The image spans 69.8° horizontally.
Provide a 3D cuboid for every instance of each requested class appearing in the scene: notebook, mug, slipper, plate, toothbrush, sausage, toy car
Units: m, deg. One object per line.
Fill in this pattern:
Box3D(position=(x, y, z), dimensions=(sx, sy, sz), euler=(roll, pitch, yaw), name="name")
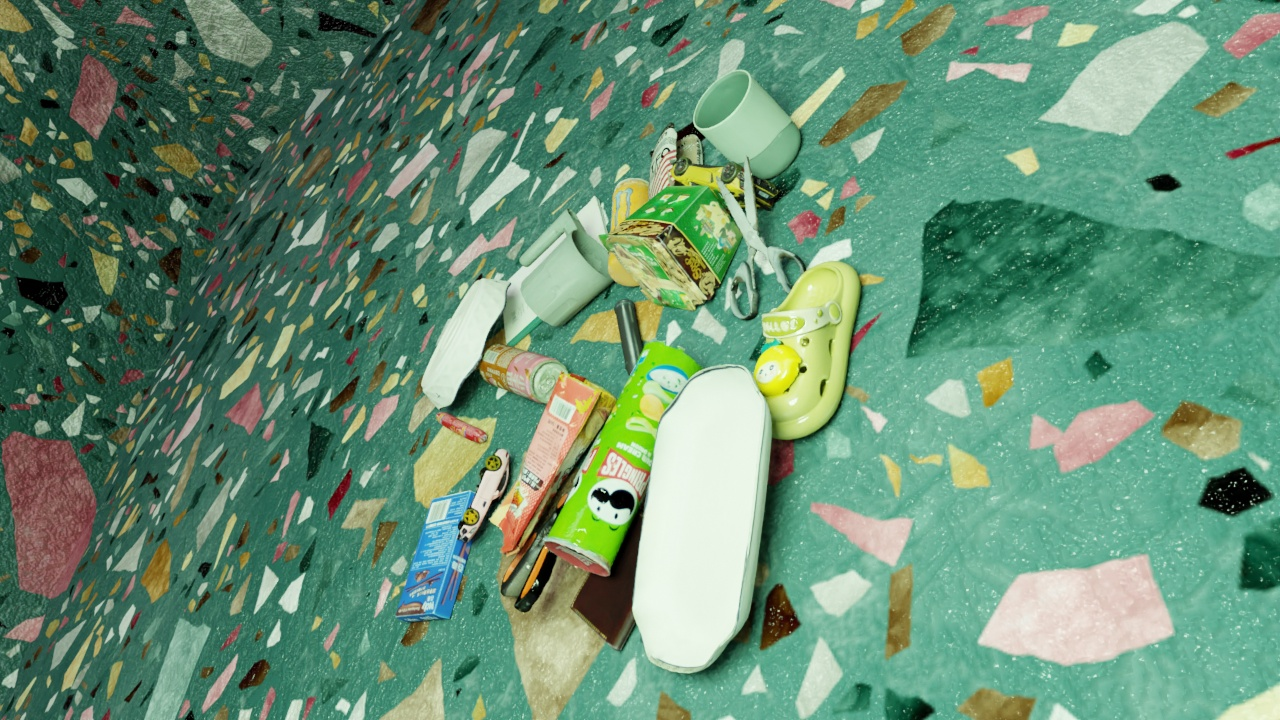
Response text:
Box3D(position=(-0.124, -0.125, 1.305), dimensions=(0.210, 0.012, 0.150), euler=(-39, 38, 22), name="notebook")
Box3D(position=(-0.102, -0.121, 1.200), dimensions=(0.104, 0.083, 0.124), euler=(-41, 61, 22), name="mug")
Box3D(position=(0.141, -0.021, 0.843), dimensions=(0.092, 0.081, 0.190), euler=(-9, 52, 49), name="slipper")
Box3D(position=(0.123, -0.273, 1.051), dimensions=(0.082, 0.106, 0.111), euler=(-34, 40, 29), name="mug")
Box3D(position=(-0.250, -0.030, 1.294), dimensions=(0.205, 0.045, 0.204), euler=(-54, 17, 25), name="plate")
Box3D(position=(-0.006, 0.006, 1.040), dimensions=(0.212, 0.027, 0.026), euler=(-100, 18, -46), name="toothbrush")
Box3D(position=(-0.249, 0.092, 1.265), dimensions=(0.156, 0.020, 0.020), euler=(15, 73, 54), name="sausage")
Box3D(position=(0.092, -0.201, 1.053), dimensions=(0.156, 0.071, 0.041), euler=(25, 95, 50), name="toy car")
Box3D(position=(0.059, 0.135, 0.801), dimensions=(0.162, 0.034, 0.265), euler=(-17, 60, 56), name="plate")
Box3D(position=(-0.187, 0.163, 1.105), dimensions=(0.056, 0.037, 0.122), euler=(125, 167, -62), name="toy car")

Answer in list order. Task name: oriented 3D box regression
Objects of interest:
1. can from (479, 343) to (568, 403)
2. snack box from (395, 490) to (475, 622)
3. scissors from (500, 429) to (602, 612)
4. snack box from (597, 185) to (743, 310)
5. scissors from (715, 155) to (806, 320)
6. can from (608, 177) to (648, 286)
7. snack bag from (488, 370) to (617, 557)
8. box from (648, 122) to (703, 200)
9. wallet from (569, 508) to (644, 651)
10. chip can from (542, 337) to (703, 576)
Box3D(position=(-0.151, 0.016, 1.178), dimensions=(0.147, 0.058, 0.058), euler=(15, 73, 54), name="can")
Box3D(position=(-0.246, 0.241, 1.128), dimensions=(0.085, 0.026, 0.156), euler=(-18, 48, 41), name="snack box")
Box3D(position=(-0.084, 0.173, 0.966), dimensions=(0.221, 0.021, 0.223), euler=(-52, 13, 24), name="scissors")
Box3D(position=(0.043, -0.135, 1.040), dimensions=(0.105, 0.118, 0.118), euler=(-51, 33, -18), name="snack box")
Box3D(position=(0.118, -0.123, 0.959), dimensions=(0.159, 0.014, 0.172), euler=(29, 105, 37), name="scissors")
Box3D(position=(-0.009, -0.163, 1.160), dimensions=(0.058, 0.058, 0.145), euler=(-29, 42, 32), name="can")
Box3D(position=(-0.106, 0.115, 1.034), dimensions=(0.208, 0.073, 0.128), euler=(-61, 18, 0), name="snack bag")
Box3D(position=(0.049, -0.225, 1.164), dimensions=(0.075, 0.079, 0.163), euler=(127, 151, -46), name="box")
Box3D(position=(-0.016, 0.206, 0.891), dimensions=(0.122, 0.020, 0.096), euler=(-60, 30, -6), name="wallet")
Box3D(position=(-0.013, 0.093, 0.913), dimensions=(0.072, 0.072, 0.235), euler=(-3, 53, 49), name="chip can")
